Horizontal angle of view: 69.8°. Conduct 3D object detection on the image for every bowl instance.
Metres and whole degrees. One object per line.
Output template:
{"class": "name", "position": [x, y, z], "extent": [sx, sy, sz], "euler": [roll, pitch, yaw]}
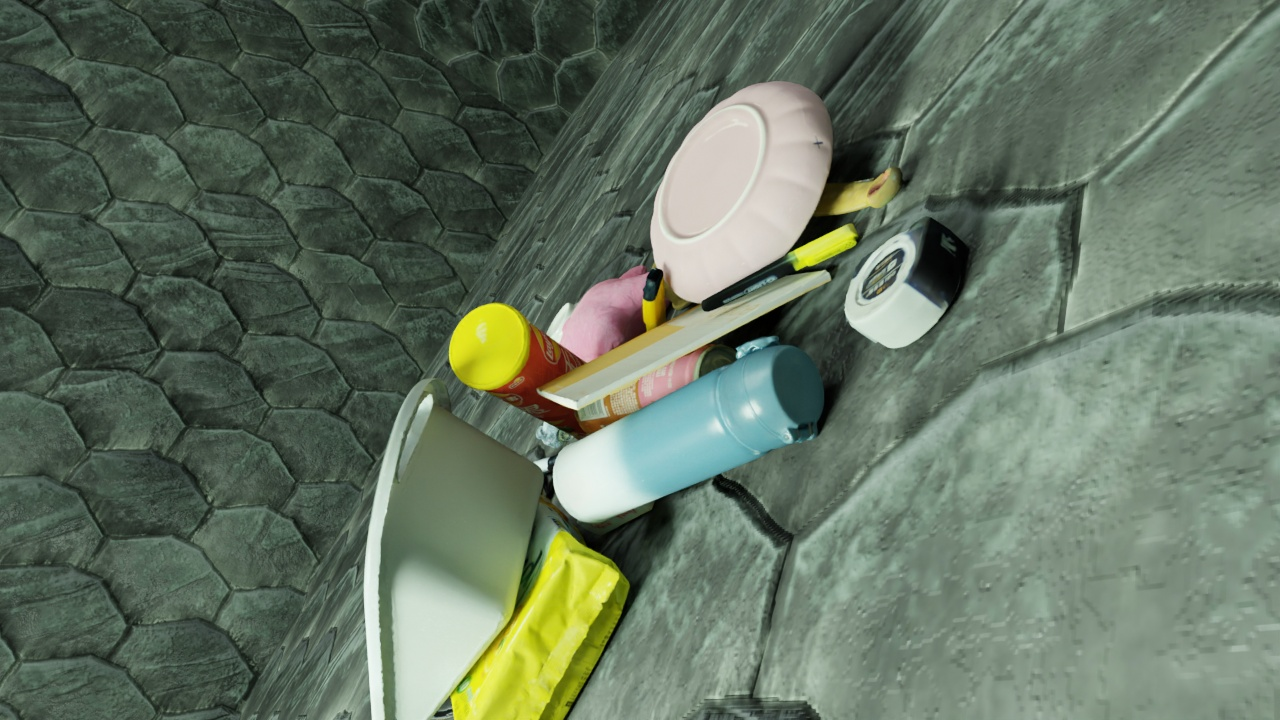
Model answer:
{"class": "bowl", "position": [-0.078, -0.032, 1.136], "extent": [0.114, 0.062, 0.113], "euler": [-52, 18, 25]}

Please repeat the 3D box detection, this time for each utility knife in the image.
{"class": "utility knife", "position": [0.012, -0.028, 0.800], "extent": [0.173, 0.015, 0.033], "euler": [85, -156, -63]}

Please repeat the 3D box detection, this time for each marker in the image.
{"class": "marker", "position": [0.099, -0.064, 0.666], "extent": [0.124, 0.018, 0.015], "euler": [-26, 62, 18]}
{"class": "marker", "position": [-0.110, 0.120, 1.028], "extent": [0.022, 0.018, 0.131], "euler": [-45, 9, -28]}

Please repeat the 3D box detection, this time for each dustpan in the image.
{"class": "dustpan", "position": [-0.177, 0.148, 0.715], "extent": [0.258, 0.142, 0.222], "euler": [-49, 18, 29]}

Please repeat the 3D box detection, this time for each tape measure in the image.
{"class": "tape measure", "position": [0.149, -0.041, 0.525], "extent": [0.066, 0.033, 0.065], "euler": [-37, 24, 56]}

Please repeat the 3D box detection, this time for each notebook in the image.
{"class": "notebook", "position": [0.026, -0.017, 0.693], "extent": [0.206, 0.010, 0.146], "euler": [-27, 10, -14]}

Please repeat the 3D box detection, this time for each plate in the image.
{"class": "plate", "position": [0.068, -0.141, 0.733], "extent": [0.193, 0.039, 0.192], "euler": [-32, 46, 40]}

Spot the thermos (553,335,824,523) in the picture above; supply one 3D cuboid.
{"class": "thermos", "position": [0.027, 0.052, 0.619], "extent": [0.221, 0.070, 0.070], "euler": [-31, 31, 43]}

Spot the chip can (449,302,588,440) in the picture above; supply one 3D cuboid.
{"class": "chip can", "position": [-0.084, 0.018, 0.813], "extent": [0.073, 0.073, 0.216], "euler": [-60, -26, -5]}

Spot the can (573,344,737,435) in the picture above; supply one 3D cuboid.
{"class": "can", "position": [0.012, 0.026, 0.706], "extent": [0.148, 0.058, 0.057], "euler": [-13, 46, 47]}

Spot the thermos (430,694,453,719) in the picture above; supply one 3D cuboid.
{"class": "thermos", "position": [-0.194, 0.269, 0.895], "extent": [0.093, 0.093, 0.143], "euler": [-50, 26, 28]}

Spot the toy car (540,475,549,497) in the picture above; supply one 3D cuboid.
{"class": "toy car", "position": [-0.150, 0.187, 0.989], "extent": [0.158, 0.042, 0.070], "euler": [-55, 17, 2]}

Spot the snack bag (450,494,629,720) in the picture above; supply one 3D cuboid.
{"class": "snack bag", "position": [-0.089, 0.201, 0.729], "extent": [0.158, 0.068, 0.247], "euler": [-60, 16, -5]}

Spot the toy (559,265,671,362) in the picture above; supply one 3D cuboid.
{"class": "toy", "position": [-0.027, -0.041, 0.974], "extent": [0.179, 0.074, 0.194], "euler": [-36, 19, 19]}

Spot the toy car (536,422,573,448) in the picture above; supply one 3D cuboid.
{"class": "toy car", "position": [-0.075, 0.044, 1.035], "extent": [0.120, 0.037, 0.054], "euler": [-55, 16, 2]}

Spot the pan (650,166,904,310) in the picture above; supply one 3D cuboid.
{"class": "pan", "position": [0.108, -0.131, 0.788], "extent": [0.197, 0.078, 0.358], "euler": [-58, 9, -8]}

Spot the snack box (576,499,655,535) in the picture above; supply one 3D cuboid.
{"class": "snack box", "position": [-0.001, 0.068, 0.783], "extent": [0.085, 0.027, 0.156], "euler": [-38, 26, 50]}
